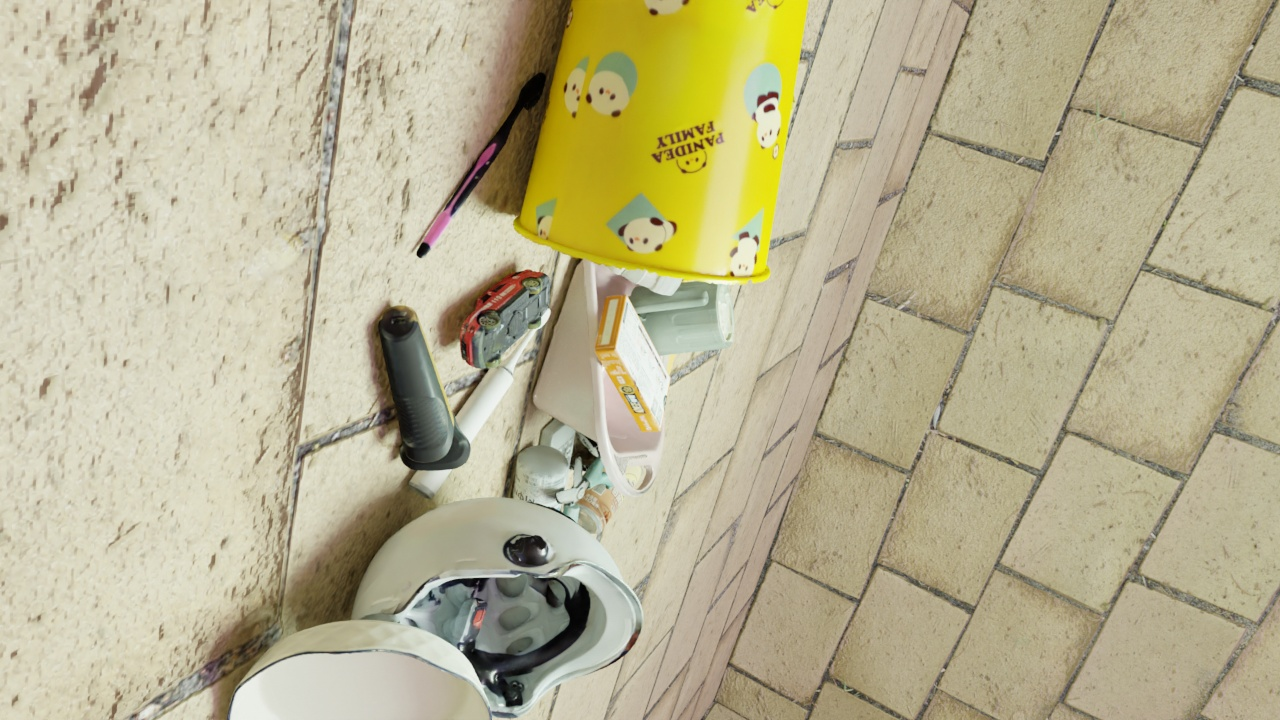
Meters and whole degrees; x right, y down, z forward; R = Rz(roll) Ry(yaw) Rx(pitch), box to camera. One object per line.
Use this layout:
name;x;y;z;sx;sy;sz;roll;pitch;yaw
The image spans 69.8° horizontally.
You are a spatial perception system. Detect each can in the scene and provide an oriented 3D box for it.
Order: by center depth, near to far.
can;-0.120;0.170;1.061;0.058;0.058;0.147;-40;148;-51
can;-0.049;0.178;1.254;0.116;0.058;0.059;-50;155;-38

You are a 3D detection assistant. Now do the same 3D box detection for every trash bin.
trash bin;0.026;-0.216;0.771;0.229;0.230;0.255;-24;129;-62

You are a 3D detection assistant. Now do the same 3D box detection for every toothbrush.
toothbrush;-0.126;-0.157;0.737;0.189;0.014;0.018;-60;172;-15
toothbrush;-0.148;0.034;0.880;0.220;0.026;0.027;-58;138;-22

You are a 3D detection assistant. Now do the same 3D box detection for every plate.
plate;-0.227;0.282;0.754;0.045;0.205;0.205;-99;-168;-49

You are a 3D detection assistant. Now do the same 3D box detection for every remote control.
remote control;-0.105;0.134;1.113;0.058;0.021;0.150;-39;147;-52

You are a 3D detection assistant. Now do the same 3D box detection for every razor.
razor;-0.182;0.025;0.757;0.067;0.062;0.168;-90;177;-47

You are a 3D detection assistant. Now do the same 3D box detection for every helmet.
helmet;-0.140;0.215;0.857;0.258;0.145;0.230;-7;132;-16

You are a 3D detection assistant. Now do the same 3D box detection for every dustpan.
dustpan;-0.007;0.005;1.043;0.273;0.139;0.222;-68;160;7

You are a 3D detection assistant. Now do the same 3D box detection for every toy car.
toy car;-0.125;-0.039;0.826;0.120;0.045;0.053;-52;154;-48

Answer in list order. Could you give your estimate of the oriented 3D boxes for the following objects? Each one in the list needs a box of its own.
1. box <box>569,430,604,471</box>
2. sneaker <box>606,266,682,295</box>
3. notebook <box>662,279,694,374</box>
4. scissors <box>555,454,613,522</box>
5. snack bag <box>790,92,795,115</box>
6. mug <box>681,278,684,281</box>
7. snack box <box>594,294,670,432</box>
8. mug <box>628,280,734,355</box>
box;-0.042;0.104;1.200;0.088;0.076;0.162;-51;171;27
sneaker;0.013;-0.188;0.982;0.090;0.090;0.241;135;-31;-63
notebook;0.054;-0.073;1.212;0.205;0.010;0.146;-71;170;-50
scissors;-0.060;0.160;1.090;0.180;0.019;0.171;-44;147;-45
snack bag;0.116;-0.268;1.062;0.245;0.068;0.158;-77;-171;-58
mug;0.049;-0.160;1.090;0.103;0.084;0.125;-33;111;-56
snack box;-0.006;0.006;0.995;0.154;0.026;0.075;61;31;-47
mug;0.041;-0.052;1.027;0.124;0.103;0.083;29;59;-67
